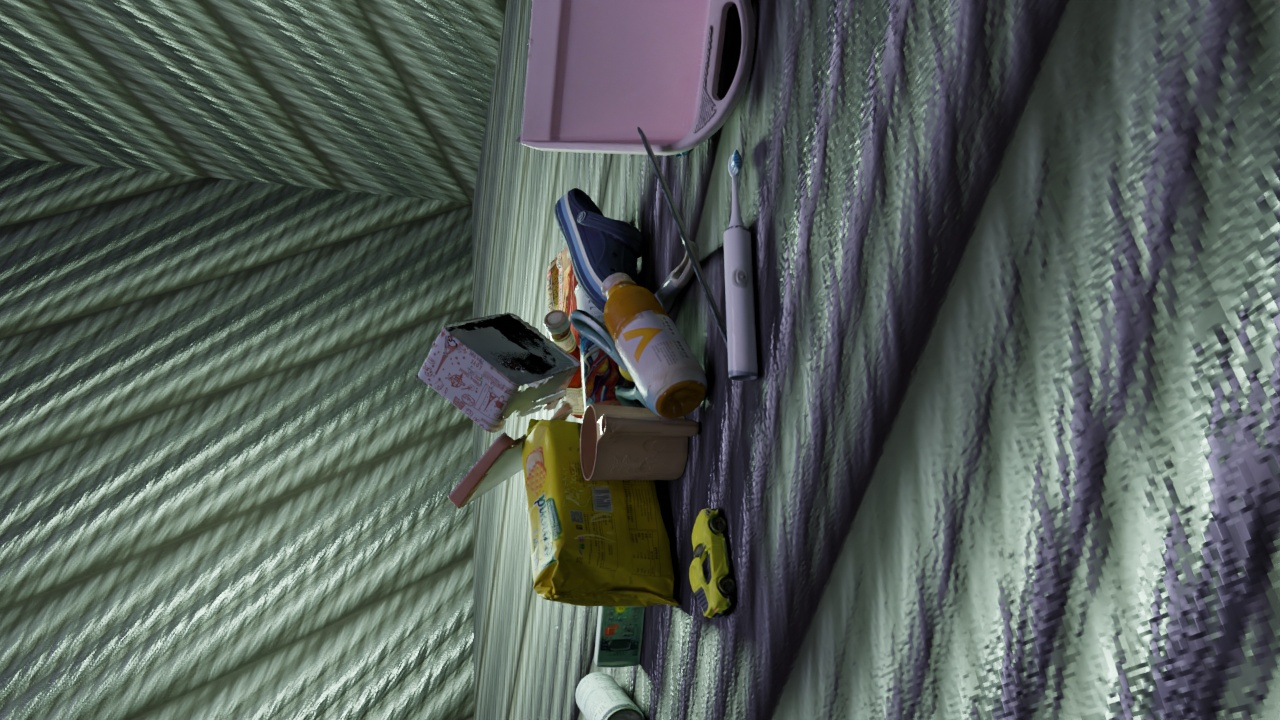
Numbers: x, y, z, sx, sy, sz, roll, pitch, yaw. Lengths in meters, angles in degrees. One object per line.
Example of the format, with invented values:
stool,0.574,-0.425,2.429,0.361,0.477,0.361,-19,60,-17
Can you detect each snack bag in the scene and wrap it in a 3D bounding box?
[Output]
snack bag,-0.048,0.166,1.043,0.068,0.158,0.246,117,152,-42

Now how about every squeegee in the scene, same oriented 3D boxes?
squeegee,0.038,-0.090,1.005,0.247,0.039,0.246,118,133,-71

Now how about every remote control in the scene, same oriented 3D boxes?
remote control,-0.023,0.306,1.113,0.019,0.056,0.135,-150,65,-72

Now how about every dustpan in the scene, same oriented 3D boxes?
dustpan,-0.015,-0.325,0.948,0.138,0.273,0.223,-48,-37,-74

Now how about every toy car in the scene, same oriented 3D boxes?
toy car,0.064,0.191,0.873,0.048,0.032,0.105,117,154,-56

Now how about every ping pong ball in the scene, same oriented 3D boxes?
ping pong ball,-0.007,0.007,1.140,0.040,0.040,0.040,-177,91,-74

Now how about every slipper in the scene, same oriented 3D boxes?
slipper,-0.036,-0.142,1.194,0.095,0.105,0.252,-41,48,18

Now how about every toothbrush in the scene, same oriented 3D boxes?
toothbrush,0.090,-0.091,0.844,0.026,0.026,0.220,127,144,-72

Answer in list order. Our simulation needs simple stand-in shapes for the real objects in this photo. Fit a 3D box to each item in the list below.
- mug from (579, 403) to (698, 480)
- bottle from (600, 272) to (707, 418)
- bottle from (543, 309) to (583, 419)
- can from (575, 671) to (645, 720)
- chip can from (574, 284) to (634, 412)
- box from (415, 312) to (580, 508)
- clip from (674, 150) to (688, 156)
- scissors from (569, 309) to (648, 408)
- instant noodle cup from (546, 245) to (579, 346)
mug,-0.003,0.085,0.996,0.125,0.103,0.084,128,142,-64
bottle,0.007,-0.023,0.985,0.189,0.068,0.068,61,147,39
bottle,-0.098,0.006,1.305,0.206,0.060,0.059,76,-177,-51
can,-0.038,0.434,1.136,0.147,0.058,0.058,172,100,-74
chip can,-0.047,-0.005,1.232,0.071,0.071,0.214,120,149,-58
box,-0.192,0.064,1.184,0.194,0.157,0.182,-57,-15,20
clip,0.048,-0.261,1.049,0.050,0.015,0.057,-159,71,-76
scissors,-0.021,0.016,1.094,0.170,0.019,0.179,41,160,18
instant noodle cup,-0.093,-0.092,1.395,0.189,0.079,0.164,150,122,-73
